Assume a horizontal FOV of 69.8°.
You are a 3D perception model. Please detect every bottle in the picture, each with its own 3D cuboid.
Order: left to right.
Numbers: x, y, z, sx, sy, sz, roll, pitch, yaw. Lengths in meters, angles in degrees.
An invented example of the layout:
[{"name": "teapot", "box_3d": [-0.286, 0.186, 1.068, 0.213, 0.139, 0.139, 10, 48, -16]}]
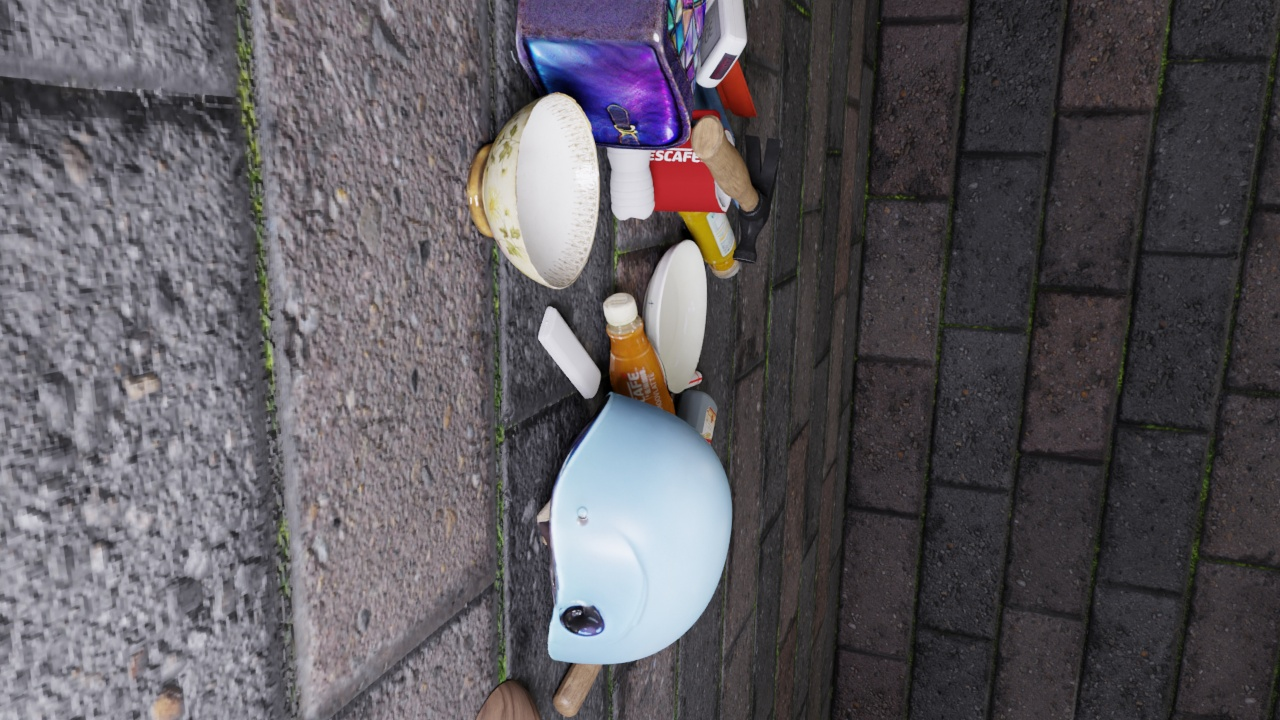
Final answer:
[{"name": "bottle", "box_3d": [-0.011, -0.209, 0.905, 0.044, 0.044, 0.136, -50, 141, -57]}, {"name": "bottle", "box_3d": [-0.006, 0.006, 0.959, 0.059, 0.059, 0.167, -62, 147, -46]}, {"name": "bottle", "box_3d": [0.060, 0.125, 1.188, 0.072, 0.046, 0.161, 55, 44, -61]}, {"name": "bottle", "box_3d": [0.091, -0.163, 1.182, 0.186, 0.053, 0.053, 52, 47, -62]}]

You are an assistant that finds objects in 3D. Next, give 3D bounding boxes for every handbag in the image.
[{"name": "handbag", "box_3d": [-0.009, -0.298, 0.765, 0.222, 0.125, 0.204, 27, 70, -77]}]

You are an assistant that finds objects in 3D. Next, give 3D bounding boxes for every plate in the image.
[{"name": "plate", "box_3d": [0.037, -0.053, 1.094, 0.182, 0.034, 0.182, 6, 90, -70]}]

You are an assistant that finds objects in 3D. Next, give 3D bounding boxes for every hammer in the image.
[{"name": "hammer", "box_3d": [-0.012, 0.252, 1.016, 0.320, 0.040, 0.129, -55, 134, -44]}, {"name": "hammer", "box_3d": [0.095, -0.185, 0.910, 0.305, 0.040, 0.132, 11, 91, -75]}]

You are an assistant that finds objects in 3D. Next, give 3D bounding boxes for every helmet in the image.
[{"name": "helmet", "box_3d": [-0.004, 0.172, 0.861, 0.224, 0.167, 0.266, -55, 159, -64]}]

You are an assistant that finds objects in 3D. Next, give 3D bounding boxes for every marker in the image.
[{"name": "marker", "box_3d": [0.053, 0.028, 1.182, 0.145, 0.019, 0.019, -14, 108, -69]}]

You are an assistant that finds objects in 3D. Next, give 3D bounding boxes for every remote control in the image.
[{"name": "remote control", "box_3d": [-0.064, -0.005, 0.862, 0.131, 0.012, 0.033, 59, 41, -58]}, {"name": "remote control", "box_3d": [0.068, -0.309, 0.813, 0.060, 0.025, 0.138, 133, -38, -53]}]

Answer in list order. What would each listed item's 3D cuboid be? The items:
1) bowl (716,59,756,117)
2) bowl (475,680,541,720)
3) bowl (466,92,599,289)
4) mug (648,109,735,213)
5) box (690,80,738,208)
[{"name": "bowl", "box_3d": [0.111, -0.362, 1.167, 0.122, 0.035, 0.122, -19, 89, -79]}, {"name": "bowl", "box_3d": [-0.112, 0.343, 0.797, 0.119, 0.032, 0.119, 6, 90, -70]}, {"name": "bowl", "box_3d": [-0.086, -0.127, 0.696, 0.145, 0.063, 0.145, 5, 90, -70]}, {"name": "mug", "box_3d": [0.048, -0.218, 0.987, 0.080, 0.097, 0.116, 52, 47, -62]}, {"name": "box", "box_3d": [0.092, -0.284, 1.183, 0.209, 0.039, 0.126, 42, 40, -65]}]
